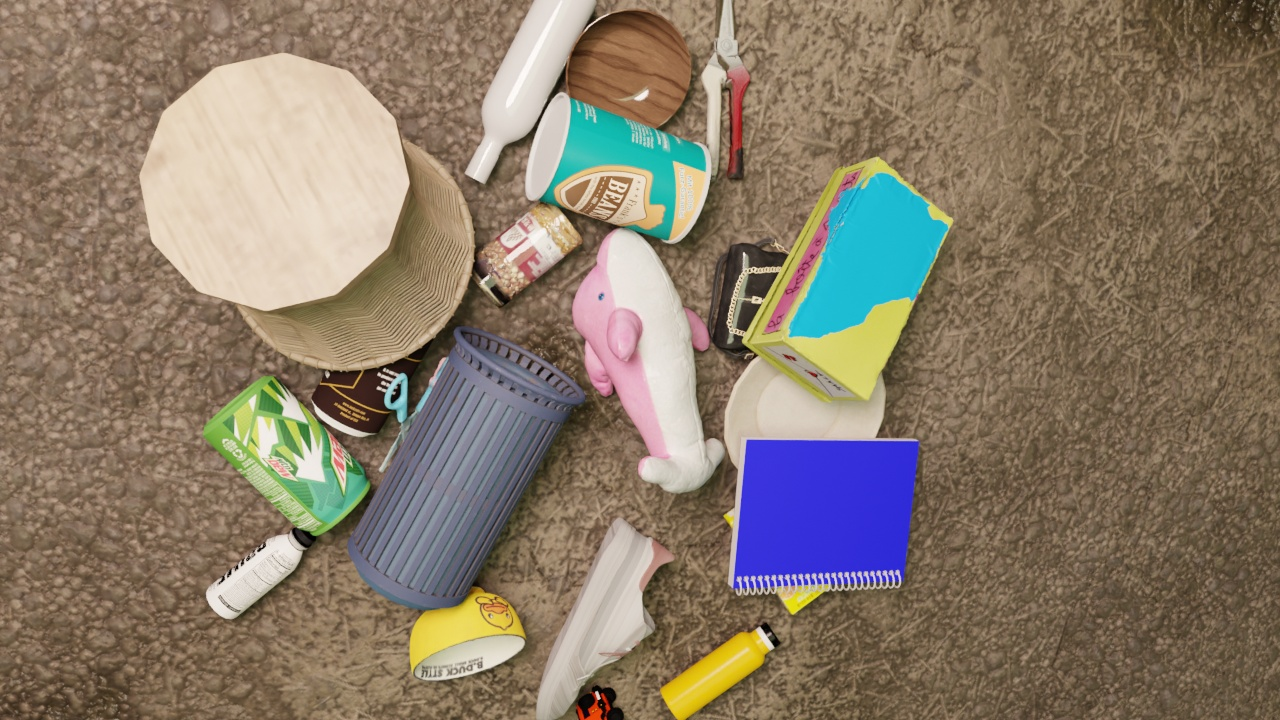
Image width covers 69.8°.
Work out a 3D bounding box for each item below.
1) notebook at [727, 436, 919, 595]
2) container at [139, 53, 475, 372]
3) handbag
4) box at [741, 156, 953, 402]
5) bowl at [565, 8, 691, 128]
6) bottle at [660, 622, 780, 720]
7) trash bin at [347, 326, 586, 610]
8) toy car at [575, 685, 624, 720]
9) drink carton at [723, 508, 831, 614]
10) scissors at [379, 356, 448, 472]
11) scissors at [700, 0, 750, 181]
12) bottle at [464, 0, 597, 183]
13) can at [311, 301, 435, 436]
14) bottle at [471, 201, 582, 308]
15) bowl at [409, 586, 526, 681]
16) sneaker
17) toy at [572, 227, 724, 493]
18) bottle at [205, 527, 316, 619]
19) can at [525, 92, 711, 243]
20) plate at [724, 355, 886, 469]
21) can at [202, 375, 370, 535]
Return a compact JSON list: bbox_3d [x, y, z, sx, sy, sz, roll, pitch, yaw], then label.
[{"bbox_3d":[0.200,0.169,0.998,0.209,0.022,0.171,2,97,-18],"label":"notebook"},{"bbox_3d":[-0.262,-0.116,0.745,0.227,0.196,0.226,0,83,-2],"label":"container"},{"bbox_3d":[0.119,-0.064,0.953,0.079,0.054,0.128,5,100,-24],"label":"handbag"},{"bbox_3d":[0.211,-0.080,0.920,0.124,0.079,0.220,32,75,-20],"label":"box"},{"bbox_3d":[-0.013,-0.275,0.868,0.119,0.032,0.119,-7,126,-9],"label":"bowl"},{"bbox_3d":[0.093,0.352,1.047,0.143,0.043,0.043,-35,107,-2],"label":"bottle"},{"bbox_3d":[-0.173,0.109,0.886,0.139,0.139,0.250,28,98,-16],"label":"trash bin"},{"bbox_3d":[-0.034,0.416,1.032,0.048,0.051,0.100,-29,107,-6],"label":"toy car"},{"bbox_3d":[0.153,0.212,1.026,0.058,0.043,0.134,-35,108,-5],"label":"drink carton"},{"bbox_3d":[-0.227,0.052,0.888,0.015,0.118,0.139,26,90,16],"label":"scissors"},{"bbox_3d":[0.090,-0.276,0.909,0.140,0.015,0.189,29,96,-15],"label":"scissors"},{"bbox_3d":[-0.109,-0.256,0.853,0.052,0.052,0.195,27,97,-16],"label":"bottle"},{"bbox_3d":[-0.254,0.004,0.877,0.072,0.072,0.128,30,96,-17],"label":"can"},{"bbox_3d":[-0.113,-0.104,0.888,0.105,0.056,0.056,-39,108,-1],"label":"bottle"},{"bbox_3d":[-0.183,0.277,0.949,0.117,0.067,0.117,-16,150,-10],"label":"bowl"},{"bbox_3d":[-0.034,0.290,0.978,0.089,0.099,0.236,25,96,-2],"label":"sneaker"},{"bbox_3d":[-0.005,0.005,0.907,0.128,0.186,0.265,-21,84,32],"label":"toy"},{"bbox_3d":[-0.376,0.207,0.918,0.116,0.041,0.041,-39,108,0],"label":"bottle"},{"bbox_3d":[-0.022,-0.176,0.855,0.143,0.099,0.099,14,100,-24],"label":"can"},{"bbox_3d":[0.174,0.055,0.992,0.188,0.027,0.189,-6,111,-15],"label":"plate"},{"bbox_3d":[-0.335,0.092,0.875,0.083,0.083,0.144,-39,108,-1],"label":"can"}]
